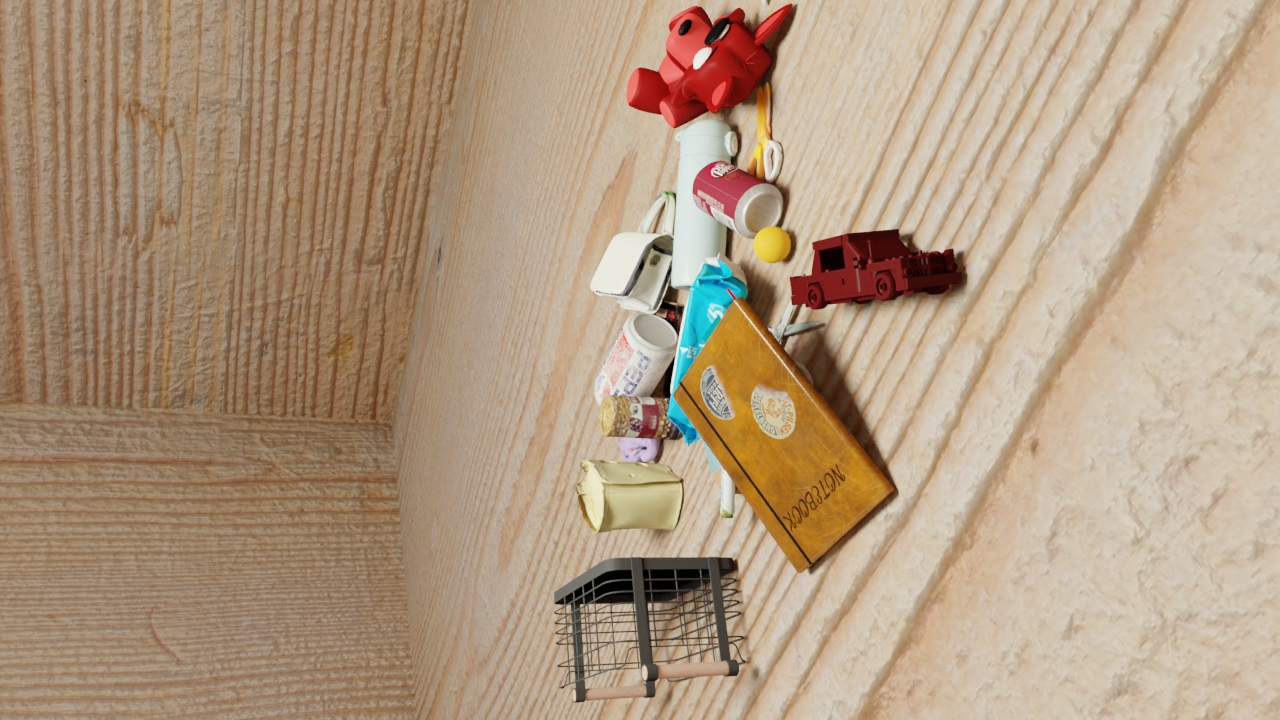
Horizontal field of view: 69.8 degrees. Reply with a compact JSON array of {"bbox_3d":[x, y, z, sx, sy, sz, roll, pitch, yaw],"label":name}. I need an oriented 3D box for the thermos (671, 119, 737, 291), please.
[{"bbox_3d":[0.077,-0.191,1.136,0.078,0.065,0.207,3,87,30],"label":"thermos"}]

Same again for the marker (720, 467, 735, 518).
[{"bbox_3d":[0.098,0.100,1.014,0.017,0.017,0.146,170,103,-67],"label":"marker"}]

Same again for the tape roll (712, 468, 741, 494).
[{"bbox_3d":[0.113,0.105,1.040,0.094,0.027,0.094,-176,90,-67],"label":"tape roll"}]

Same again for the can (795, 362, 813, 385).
[{"bbox_3d":[0.127,0.034,0.960,0.105,0.064,0.064,-15,71,56],"label":"can"}]

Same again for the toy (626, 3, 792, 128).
[{"bbox_3d":[0.080,-0.357,1.099,0.158,0.120,0.197,-53,26,-7],"label":"toy"}]

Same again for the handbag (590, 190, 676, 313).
[{"bbox_3d":[0.014,-0.156,1.300,0.176,0.074,0.151,-66,24,-3],"label":"handbag"}]

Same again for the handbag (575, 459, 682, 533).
[{"bbox_3d":[-0.019,0.176,1.224,0.111,0.119,0.081,-135,52,-61],"label":"handbag"}]

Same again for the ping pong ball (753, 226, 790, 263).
[{"bbox_3d":[0.143,-0.126,0.996,0.040,0.040,0.040,-176,90,-67],"label":"ping pong ball"}]

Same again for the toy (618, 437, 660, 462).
[{"bbox_3d":[-0.002,0.117,1.302,0.100,0.036,0.080,-57,40,47],"label":"toy"}]

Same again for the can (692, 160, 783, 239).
[{"bbox_3d":[0.109,-0.184,1.044,0.114,0.063,0.063,45,127,52],"label":"can"}]

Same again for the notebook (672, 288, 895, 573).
[{"bbox_3d":[0.122,0.074,0.912,0.249,0.014,0.179,55,140,22],"label":"notebook"}]

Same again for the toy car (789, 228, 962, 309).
[{"bbox_3d":[0.201,-0.082,0.811,0.170,0.070,0.062,177,85,-67],"label":"toy car"}]

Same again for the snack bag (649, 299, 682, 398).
[{"bbox_3d":[0.028,-0.007,1.276,0.075,0.018,0.155,-155,71,-65],"label":"snack bag"}]

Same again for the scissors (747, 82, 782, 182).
[{"bbox_3d":[0.145,-0.263,1.055,0.074,0.012,0.131,180,94,-67],"label":"scissors"}]

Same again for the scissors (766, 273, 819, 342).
[{"bbox_3d":[0.147,-0.033,1.004,0.171,0.014,0.142,-141,56,-65],"label":"scissors"}]

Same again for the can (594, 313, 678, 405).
[{"bbox_3d":[-0.007,0.007,1.236,0.136,0.078,0.078,-60,33,38],"label":"can"}]

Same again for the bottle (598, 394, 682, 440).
[{"bbox_3d":[0.002,0.075,1.208,0.056,0.105,0.056,-176,91,-67],"label":"bottle"}]

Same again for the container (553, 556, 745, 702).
[{"bbox_3d":[0.005,0.320,1.080,0.242,0.162,0.130,133,136,-56],"label":"container"}]

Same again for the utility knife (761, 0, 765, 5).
[{"bbox_3d":[0.167,-0.498,1.051,0.030,0.017,0.176,-109,28,-61],"label":"utility knife"}]

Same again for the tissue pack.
[{"bbox_3d":[0.076,-0.013,1.067,0.116,0.066,0.210,-70,-9,-70],"label":"tissue pack"}]
